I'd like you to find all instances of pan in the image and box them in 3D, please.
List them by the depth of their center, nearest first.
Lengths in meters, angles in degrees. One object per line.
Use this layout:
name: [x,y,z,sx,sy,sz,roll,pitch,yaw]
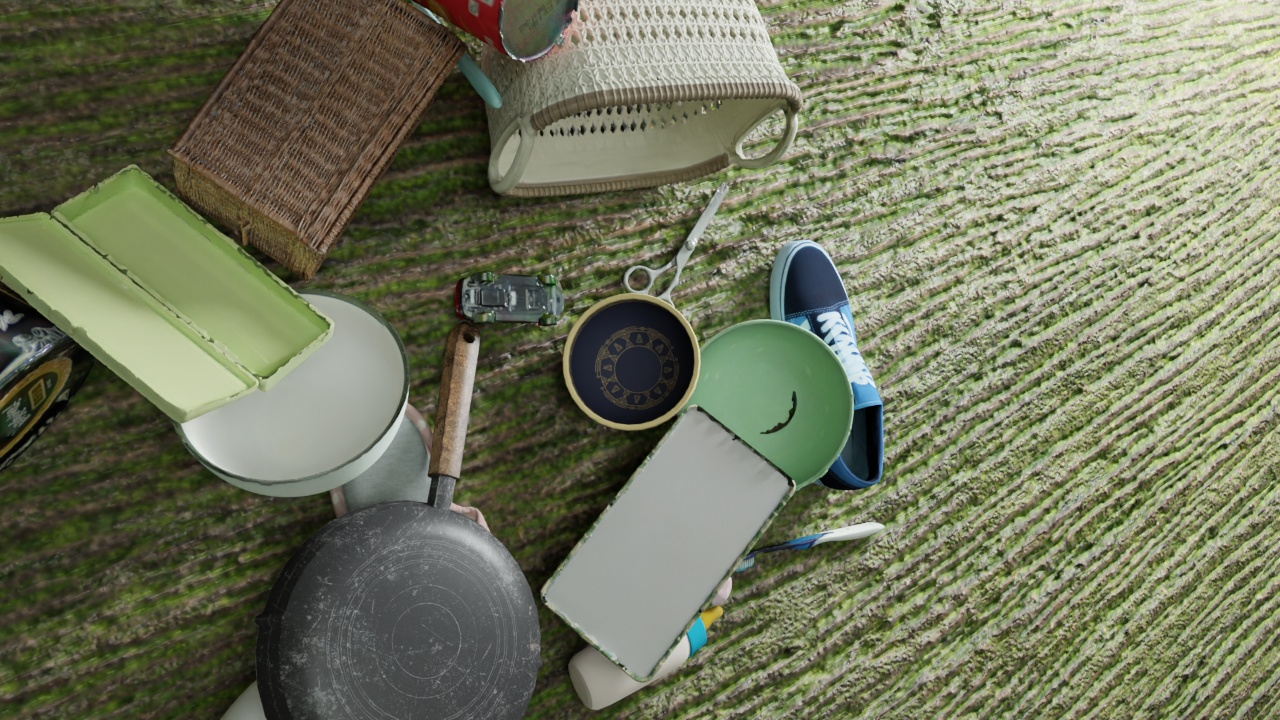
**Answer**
pan: [-0.147,0.123,0.659,0.207,0.040,0.356,20,62,-29]

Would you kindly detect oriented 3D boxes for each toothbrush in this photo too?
toothbrush: [-0.149,-0.249,0.691,0.016,0.016,0.180,-19,61,-33]
toothbrush: [0.162,0.178,0.883,0.188,0.016,0.017,-7,101,-26]

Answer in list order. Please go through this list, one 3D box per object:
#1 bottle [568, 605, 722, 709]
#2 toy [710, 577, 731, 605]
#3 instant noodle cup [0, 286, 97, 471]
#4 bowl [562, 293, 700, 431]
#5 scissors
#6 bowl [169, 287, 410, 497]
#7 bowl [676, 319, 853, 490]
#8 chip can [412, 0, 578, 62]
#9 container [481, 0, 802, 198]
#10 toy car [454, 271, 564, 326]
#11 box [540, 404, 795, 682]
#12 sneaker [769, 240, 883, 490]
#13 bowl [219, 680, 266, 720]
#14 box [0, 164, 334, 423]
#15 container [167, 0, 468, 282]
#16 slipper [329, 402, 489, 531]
bottle: [0.011,0.244,0.784,0.146,0.051,0.051,-21,97,-26]
toy: [0.066,0.159,0.818,0.063,0.047,0.110,29,77,-15]
instant noodle cup: [-0.418,0.003,0.543,0.112,0.137,0.137,38,72,-9]
bowl: [-0.005,0.005,0.774,0.112,0.061,0.112,-1,82,7]
scissors: [0.043,-0.087,0.834,0.170,0.014,0.095,-36,102,-20]
bowl: [-0.236,0.030,0.639,0.153,0.073,0.153,3,57,-5]
bowl: [0.109,0.039,0.814,0.151,0.077,0.151,0,93,8]
chip can: [-0.148,-0.283,0.635,0.233,0.073,0.073,36,66,25]
container: [-0.008,-0.215,0.728,0.245,0.185,0.143,-11,83,-28]
toy car: [-0.105,-0.049,0.745,0.091,0.036,0.042,-1,88,-26]
box: [0.023,0.145,0.743,0.117,0.050,0.205,36,80,9]
sneaker: [0.189,0.003,0.855,0.083,0.098,0.241,-11,92,-27]
bowl: [-0.236,0.263,0.632,0.116,0.117,0.065,29,55,-23]
box: [-0.310,-0.043,0.585,0.187,0.044,0.140,36,34,4]
container: [-0.228,-0.167,0.647,0.112,0.114,0.198,33,73,-18]
slipper: [-0.165,0.160,0.698,0.114,0.054,0.274,-22,96,-26]
